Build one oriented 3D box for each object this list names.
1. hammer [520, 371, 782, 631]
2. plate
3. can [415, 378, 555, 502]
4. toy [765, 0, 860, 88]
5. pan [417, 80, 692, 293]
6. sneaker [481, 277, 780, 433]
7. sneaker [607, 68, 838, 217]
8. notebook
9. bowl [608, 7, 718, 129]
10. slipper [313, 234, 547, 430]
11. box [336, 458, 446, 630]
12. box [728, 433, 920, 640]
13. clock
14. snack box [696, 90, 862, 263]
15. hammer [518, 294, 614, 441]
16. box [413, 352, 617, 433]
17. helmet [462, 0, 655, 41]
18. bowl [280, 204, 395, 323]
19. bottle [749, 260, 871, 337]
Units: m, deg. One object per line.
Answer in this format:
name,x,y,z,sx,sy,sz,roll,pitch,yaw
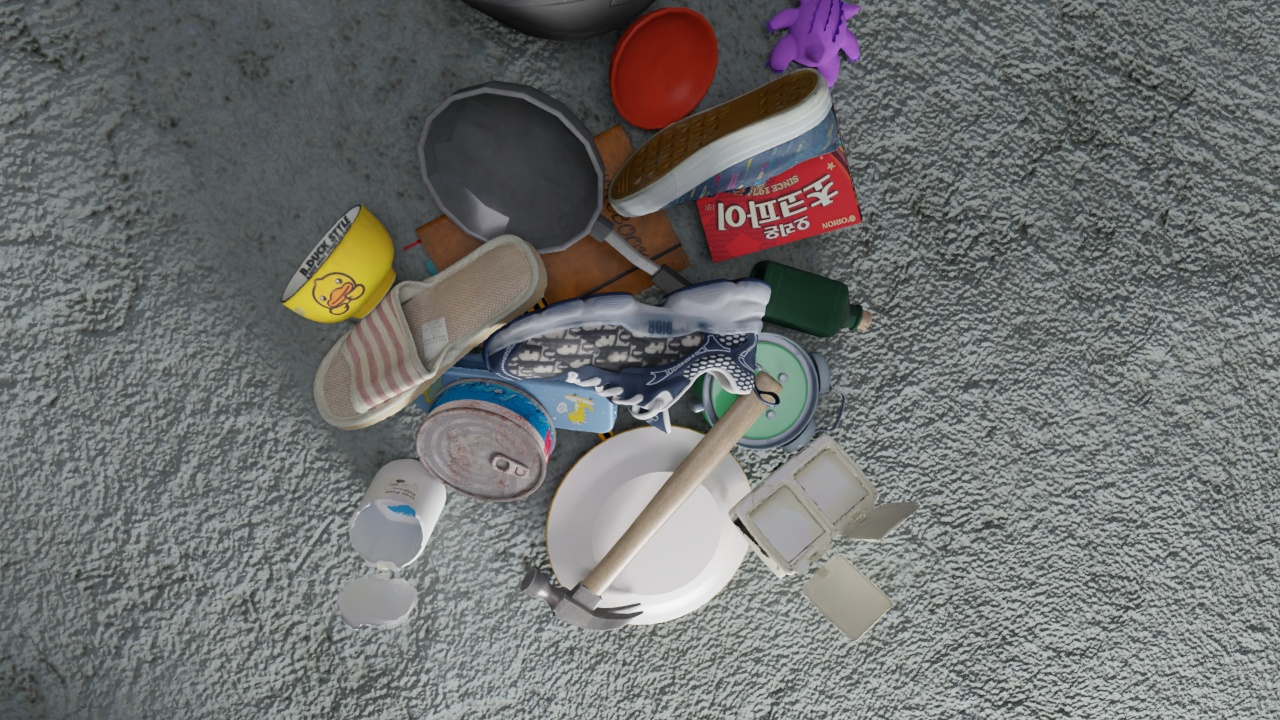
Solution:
hammer,0.025,0.142,0.929,0.119,0.030,0.331,37,97,-18
plate,0.015,0.179,0.970,0.229,0.021,0.230,-4,105,-13
can,-0.151,0.080,0.903,0.130,0.044,0.130,6,131,7
toy,0.181,-0.334,0.935,0.106,0.056,0.088,16,90,-12
pan,-0.045,-0.133,0.882,0.357,0.041,0.179,34,134,-17
sneaker,-0.005,0.005,0.836,0.269,0.103,0.132,-8,90,-8
sneaker,0.081,-0.194,0.886,0.236,0.087,0.079,-23,131,23
notebook,-0.090,-0.104,0.941,0.249,0.014,0.178,-29,100,-5
bowl,0.017,-0.292,0.904,0.121,0.035,0.122,-21,137,-22
slipper,-0.207,-0.028,0.867,0.263,0.052,0.115,-34,64,8
box,-0.238,0.173,0.882,0.084,0.162,0.112,14,106,-5
box,0.199,0.168,0.944,0.145,0.095,0.185,-39,60,-19
clock,0.139,0.035,0.962,0.161,0.075,0.122,16,94,-10
snack box,0.131,-0.184,0.924,0.152,0.035,0.132,-14,100,19
hammer,-0.054,0.037,0.944,0.123,0.036,0.321,-29,107,-4
box,-0.127,0.036,0.902,0.210,0.049,0.066,8,114,9
helmet,-0.054,-0.385,0.835,0.264,0.164,0.170,-27,142,-14
bowl,-0.275,-0.082,0.868,0.067,0.117,0.117,40,89,-26
bottle,0.180,-0.059,0.965,0.131,0.061,0.061,15,92,-10
